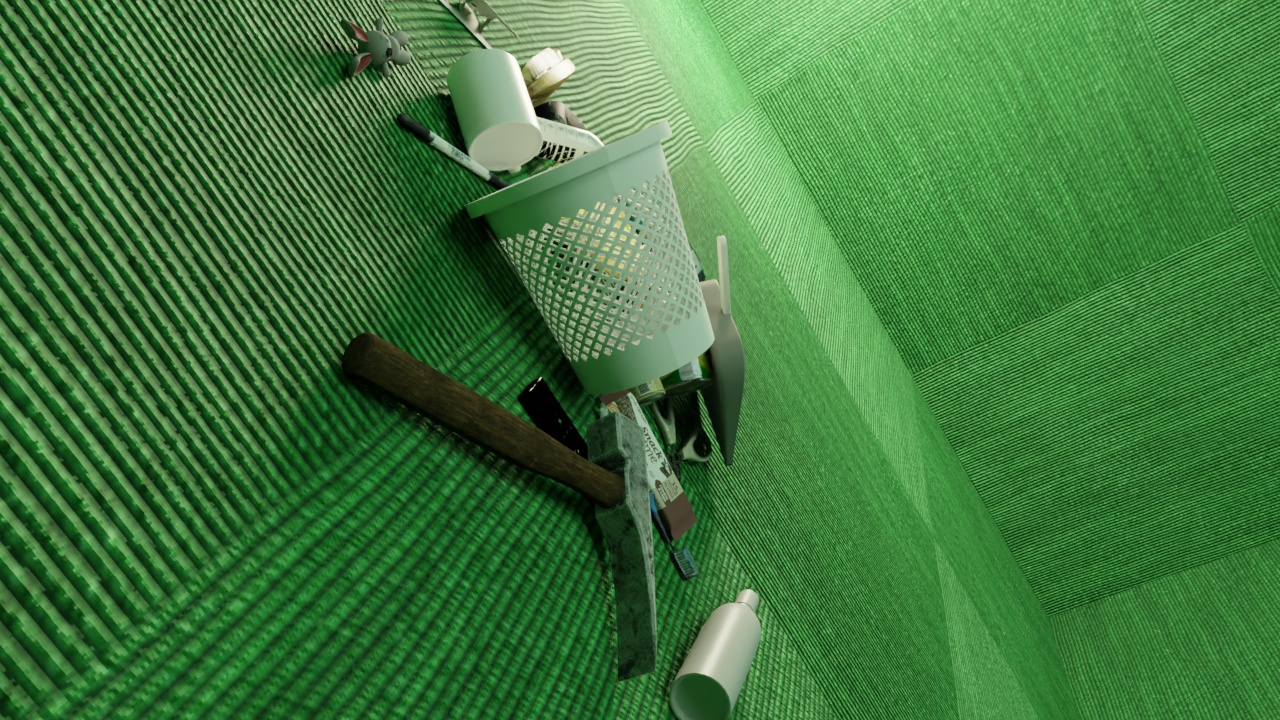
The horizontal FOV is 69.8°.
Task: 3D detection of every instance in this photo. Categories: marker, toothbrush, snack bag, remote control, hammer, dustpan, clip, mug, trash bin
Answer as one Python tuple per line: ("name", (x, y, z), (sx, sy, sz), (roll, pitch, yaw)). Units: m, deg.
("marker", (-0.172, -0.192, 0.857), (0.152, 0.011, 0.011), (27, 40, -56))
("toothbrush", (0.007, 0.124, 0.873), (0.189, 0.017, 0.016), (63, 22, 0))
("snack bag", (0.010, 0.099, 0.907), (0.158, 0.013, 0.056), (63, 29, 1))
("remote control", (-0.054, 0.083, 0.789), (0.150, 0.013, 0.034), (57, 22, -12))
("hammer", (-0.090, 0.090, 0.660), (0.300, 0.037, 0.217), (36, 38, -42))
("dustpan", (0.085, -0.028, 1.023), (0.163, 0.033, 0.258), (-105, -175, -47))
("clip", (-0.184, -0.394, 1.046), (0.102, 0.058, 0.052), (39, 55, -46))
("mug", (-0.142, -0.238, 0.915), (0.110, 0.074, 0.090), (78, -7, -69))
("trash bin", (-0.029, -0.087, 0.844), (0.199, 0.196, 0.195), (67, 20, -13))

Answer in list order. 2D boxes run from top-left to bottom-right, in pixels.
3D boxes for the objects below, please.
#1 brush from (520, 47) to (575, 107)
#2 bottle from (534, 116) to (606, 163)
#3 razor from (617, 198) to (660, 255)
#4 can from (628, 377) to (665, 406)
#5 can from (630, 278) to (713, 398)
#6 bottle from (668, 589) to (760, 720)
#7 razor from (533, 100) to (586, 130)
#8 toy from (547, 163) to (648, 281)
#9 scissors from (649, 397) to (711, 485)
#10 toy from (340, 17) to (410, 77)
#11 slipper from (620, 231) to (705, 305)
("brush", (-0.116, -0.340, 1.096), (0.043, 0.059, 0.195), (47, 23, -14))
("bottle", (-0.081, -0.234, 0.997), (0.116, 0.041, 0.041), (11, 45, -19))
("razor", (-0.007, -0.167, 1.055), (0.022, 0.042, 0.144), (-28, 80, -31))
("can", (-0.006, 0.006, 0.958), (0.038, 0.038, 0.079), (10, 55, -64))
("can", (0.033, -0.026, 0.996), (0.067, 0.067, 0.121), (10, 63, -63))
("bottle", (0.078, 0.257, 0.826), (0.052, 0.053, 0.194), (62, 21, -1))
("razor", (-0.095, -0.265, 1.078), (0.151, 0.054, 0.067), (-20, 91, -75))
("toy", (-0.049, -0.152, 1.010), (0.155, 0.065, 0.170), (47, 16, -10))
("scissors", (0.037, 0.091, 0.989), (0.157, 0.013, 0.165), (6, 58, -57))
("toy", (-0.229, -0.271, 0.794), (0.111, 0.030, 0.049), (-58, 146, -69))
("slipper", (0.045, -0.108, 1.151), (0.111, 0.083, 0.267), (57, 22, -18))
